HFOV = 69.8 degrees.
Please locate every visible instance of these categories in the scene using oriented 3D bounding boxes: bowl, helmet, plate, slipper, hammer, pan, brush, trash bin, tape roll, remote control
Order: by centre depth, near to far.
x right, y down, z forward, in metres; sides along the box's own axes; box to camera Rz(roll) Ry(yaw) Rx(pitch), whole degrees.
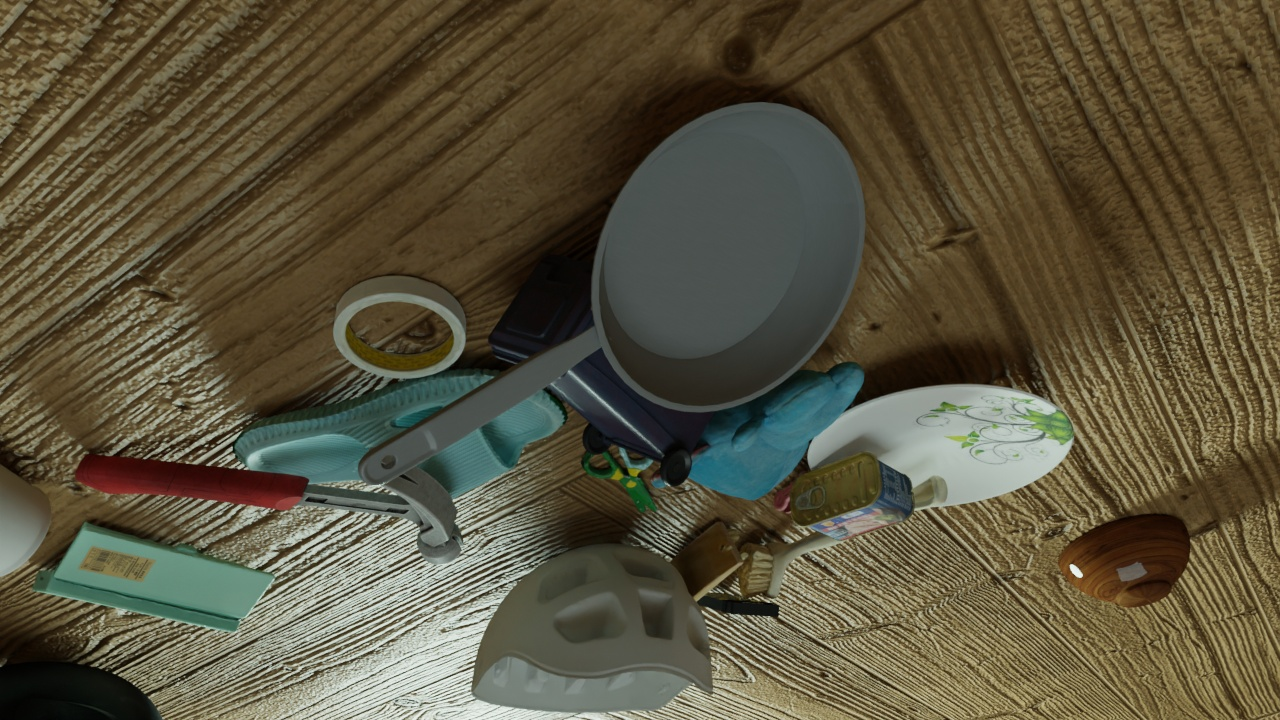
[{"bbox_3d":[-0.010,-0.027,0.559,0.356,0.051,0.201,-28,125,-16],"label":"pan"},{"bbox_3d":[-0.023,0.007,0.653,0.094,0.092,0.161,16,159,46],"label":"trash bin"},{"bbox_3d":[-0.175,-0.023,0.672,0.094,0.019,0.094,-4,141,-4],"label":"tape roll"},{"bbox_3d":[-0.305,0.102,0.734,0.316,0.036,0.126,5,142,9],"label":"hammer"},{"bbox_3d":[-0.196,0.071,0.742,0.276,0.069,0.116,-11,143,6],"label":"slipper"},{"bbox_3d":[0.268,0.072,0.837,0.229,0.030,0.230,2,146,1],"label":"plate"},{"bbox_3d":[0.195,0.179,0.930,0.077,0.062,0.273,13,143,-38],"label":"brush"},{"bbox_3d":[-0.053,0.307,0.960,0.224,0.183,0.283,16,130,-18],"label":"helmet"},{"bbox_3d":[0.070,0.219,0.983,0.039,0.049,0.117,-4,146,-42],"label":"brush"},{"bbox_3d":[-0.678,0.449,0.985,0.315,0.235,0.250,13,135,-32],"label":"helmet"},{"bbox_3d":[0.098,0.270,1.022,0.058,0.013,0.134,9,169,-20],"label":"remote control"},{"bbox_3d":[0.581,0.249,1.082,0.147,0.068,0.147,-4,141,-4],"label":"bowl"}]

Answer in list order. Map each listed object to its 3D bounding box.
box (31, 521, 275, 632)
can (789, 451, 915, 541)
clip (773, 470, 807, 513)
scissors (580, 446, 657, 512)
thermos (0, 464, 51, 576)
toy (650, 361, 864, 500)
[{"bbox_3d":[-0.479,0.225,0.906,0.187,0.057,0.138,27,136,-36],"label":"box"},{"bbox_3d":[0.195,0.128,0.850,0.059,0.053,0.100,28,139,-35],"label":"can"},{"bbox_3d":[0.161,0.130,0.912,0.044,0.023,0.060,6,133,-14],"label":"clip"},{"bbox_3d":[-0.003,0.111,0.869,0.071,0.014,0.131,-20,138,15],"label":"scissors"},{"bbox_3d":[-0.554,0.088,0.674,0.131,0.131,0.222,-13,148,7],"label":"thermos"},{"bbox_3d":[0.093,0.038,0.723,0.183,0.115,0.181,-18,161,-35],"label":"toy"}]
